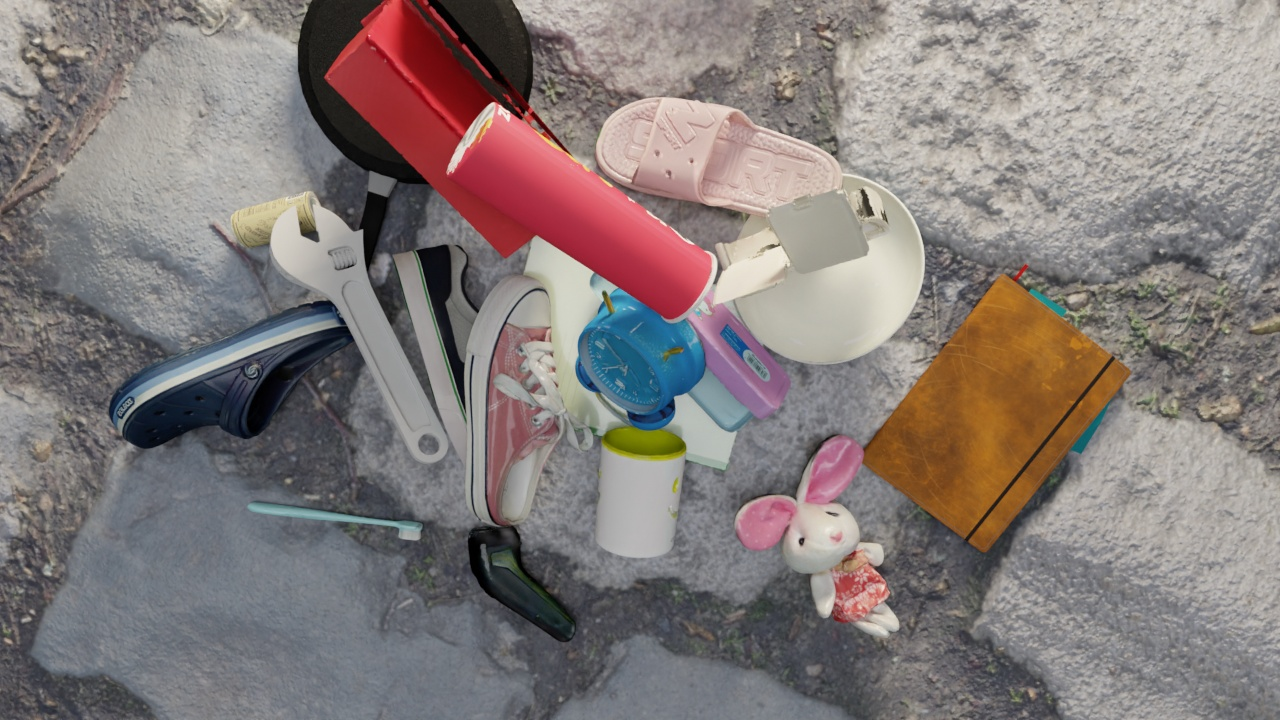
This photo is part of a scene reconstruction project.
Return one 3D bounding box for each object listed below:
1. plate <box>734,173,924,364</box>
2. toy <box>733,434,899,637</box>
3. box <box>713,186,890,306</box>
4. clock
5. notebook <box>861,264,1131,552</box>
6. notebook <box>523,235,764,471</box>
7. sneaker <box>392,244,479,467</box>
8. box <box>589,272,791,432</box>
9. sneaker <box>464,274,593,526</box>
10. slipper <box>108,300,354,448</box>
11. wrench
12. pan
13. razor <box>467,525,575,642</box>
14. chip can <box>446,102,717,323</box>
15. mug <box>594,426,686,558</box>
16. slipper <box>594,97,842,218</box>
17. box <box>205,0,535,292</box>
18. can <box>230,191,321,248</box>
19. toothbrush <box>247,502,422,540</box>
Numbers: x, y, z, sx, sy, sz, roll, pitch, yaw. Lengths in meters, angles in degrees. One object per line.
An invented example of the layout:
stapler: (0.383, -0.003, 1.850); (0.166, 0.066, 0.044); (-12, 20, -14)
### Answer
plate: (0.178, -0.086, 0.877); (0.183, 0.034, 0.182); (-3, 83, 23)
toy: (0.188, 0.190, 0.907); (0.158, 0.084, 0.194); (-31, 95, -19)
box: (0.133, -0.091, 0.776); (0.144, 0.191, 0.069); (-20, 83, 24)
clock: (-0.005, 0.005, 0.858); (0.117, 0.162, 0.060); (35, 55, 15)
notebook: (0.365, 0.054, 0.922); (0.178, 0.014, 0.249); (36, 96, -3)
notebook: (-0.010, -0.006, 0.923); (0.252, 0.010, 0.182); (16, 96, -1)
sneaker: (-0.170, 0.002, 0.895); (0.079, 0.084, 0.235); (-16, 97, -14)
box: (0.051, -0.031, 0.883); (0.214, 0.096, 0.077); (47, 60, -4)
sneaker: (-0.106, 0.039, 0.859); (0.088, 0.118, 0.241); (5, 90, 33)
slipper: (-0.387, 0.026, 0.883); (0.253, 0.105, 0.095); (-27, 88, 1)
wrench: (-0.261, -0.023, 0.859); (0.086, 0.018, 0.273); (-24, 85, -30)
pan: (-0.238, -0.224, 0.891); (0.225, 0.034, 0.356); (18, 95, -2)
razor: (-0.118, 0.226, 0.934); (0.151, 0.054, 0.067); (45, 78, -10)
chip can: (-0.043, -0.114, 0.732); (0.220, 0.069, 0.069); (31, 96, -25)
mug: (-0.001, 0.127, 0.895); (0.082, 0.082, 0.106); (6, 105, 0)
slipper: (0.070, -0.190, 0.857); (0.239, 0.064, 0.094); (17, 95, 11)
box: (-0.245, -0.162, 0.840); (0.326, 0.152, 0.213); (-24, 124, 32)
can: (-0.355, -0.137, 0.899); (0.079, 0.038, 0.038); (-15, 96, 2)
toothbrush: (-0.314, 0.163, 0.943); (0.180, 0.016, 0.016); (9, 105, -1)
